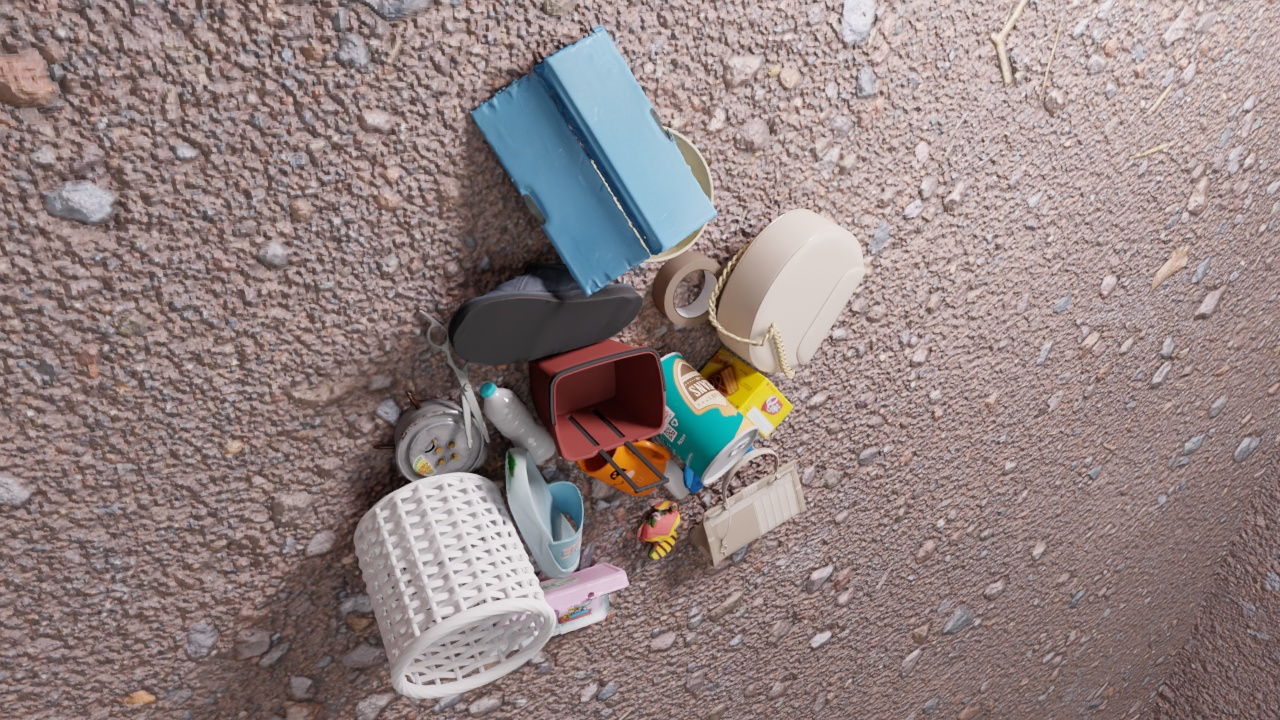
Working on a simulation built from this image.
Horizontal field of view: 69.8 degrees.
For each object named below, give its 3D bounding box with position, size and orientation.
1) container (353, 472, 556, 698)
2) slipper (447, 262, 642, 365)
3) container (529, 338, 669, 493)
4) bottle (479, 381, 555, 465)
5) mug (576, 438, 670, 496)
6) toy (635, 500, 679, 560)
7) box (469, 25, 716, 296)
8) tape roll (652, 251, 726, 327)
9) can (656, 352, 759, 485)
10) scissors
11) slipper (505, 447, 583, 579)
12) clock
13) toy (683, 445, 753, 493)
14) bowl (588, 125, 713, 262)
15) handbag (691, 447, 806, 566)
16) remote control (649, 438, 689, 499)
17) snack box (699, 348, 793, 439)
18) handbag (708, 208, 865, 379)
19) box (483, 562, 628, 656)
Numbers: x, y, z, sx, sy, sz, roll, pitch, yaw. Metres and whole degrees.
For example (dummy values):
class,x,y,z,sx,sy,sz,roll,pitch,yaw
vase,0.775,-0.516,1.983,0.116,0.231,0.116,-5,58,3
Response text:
class,x,y,z,sx,sy,sz,roll,pitch,yaw
container,-0.219,0.260,1.068,0.189,0.186,0.190,-20,144,-15
slipper,-0.117,-0.064,1.045,0.264,0.083,0.109,-12,147,-45
container,-0.038,0.054,1.072,0.147,0.201,0.127,-16,114,-23
bottle,-0.153,0.075,1.124,0.044,0.044,0.136,-39,131,-7
mug,-0.012,0.125,1.206,0.096,0.113,0.077,32,54,-41
toy,0.030,0.247,1.346,0.084,0.046,0.104,-42,146,-34
box,-0.044,-0.205,0.953,0.175,0.060,0.232,-35,100,-9
tape roll,0.063,-0.091,1.172,0.093,0.030,0.094,-16,125,-24
can,0.066,0.074,1.177,0.099,0.144,0.099,-39,160,-18
scissors,-0.210,0.020,1.040,0.130,0.014,0.153,20,77,-37
slipper,-0.110,0.193,1.156,0.074,0.104,0.246,-13,139,4
clock,-0.229,0.101,1.084,0.147,0.056,0.104,26,101,-38
toy,0.087,0.117,1.287,0.112,0.071,0.176,-37,128,-3
bowl,-0.001,-0.183,1.031,0.150,0.075,0.151,0,92,-14
handbag,0.162,0.195,1.361,0.175,0.062,0.198,-27,142,-17
remote control,0.037,0.158,1.317,0.033,0.012,0.131,-43,132,-4
snack box,0.140,0.044,1.253,0.061,0.106,0.083,-49,132,-2
handbag,0.202,-0.085,1.202,0.208,0.103,0.211,16,109,-53
box,-0.119,0.360,1.299,0.201,0.111,0.101,-11,97,-28
